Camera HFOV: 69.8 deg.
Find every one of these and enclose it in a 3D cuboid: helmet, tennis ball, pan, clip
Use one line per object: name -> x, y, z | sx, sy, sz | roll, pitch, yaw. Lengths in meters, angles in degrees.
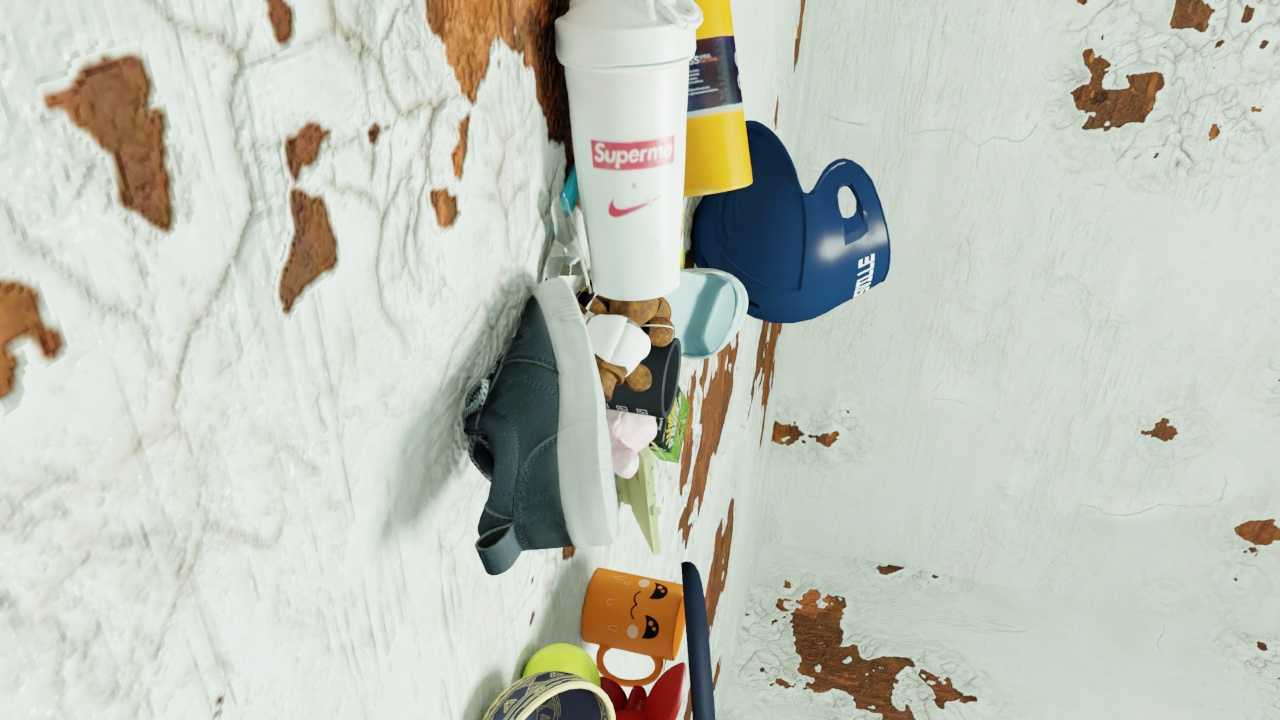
helmet -> 0.170, -0.178, 1.193 | 0.232, 0.223, 0.272 | 84, -13, -80
tennis ball -> -0.066, 0.268, 0.759 | 0.065, 0.065, 0.065 | 9, 89, -77
pan -> 0.059, 0.363, 0.832 | 0.199, 0.021, 0.356 | 58, 28, -86
clip -> -0.056, -0.075, 0.673 | 0.102, 0.040, 0.054 | 77, 11, -70

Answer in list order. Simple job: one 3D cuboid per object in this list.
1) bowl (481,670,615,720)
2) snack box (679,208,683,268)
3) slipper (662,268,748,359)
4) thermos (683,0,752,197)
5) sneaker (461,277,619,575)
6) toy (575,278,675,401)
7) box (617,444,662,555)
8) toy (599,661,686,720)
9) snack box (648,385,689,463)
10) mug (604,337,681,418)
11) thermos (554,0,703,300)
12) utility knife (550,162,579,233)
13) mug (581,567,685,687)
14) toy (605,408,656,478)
bowl -> -0.081, 0.282, 0.688 | 0.112, 0.061, 0.112 | -13, 110, -40
snack box -> 0.029, -0.096, 1.013 | 0.040, 0.029, 0.148 | -64, 158, -50
slipper -> 0.061, -0.048, 0.981 | 0.245, 0.074, 0.104 | 2, 107, -61
thermos -> 0.042, -0.259, 0.779 | 0.091, 0.076, 0.233 | -40, 125, -61
sneaker -> -0.067, 0.033, 0.572 | 0.235, 0.087, 0.089 | -102, 180, -55
toy -> -0.019, -0.020, 0.747 | 0.067, 0.087, 0.112 | 128, -15, -67
box -> -0.006, 0.103, 0.960 | 0.188, 0.047, 0.140 | 84, -5, -50
toy -> -0.016, 0.346, 0.765 | 0.198, 0.120, 0.158 | -37, -143, 48
snack box -> 0.034, 0.077, 1.160 | 0.147, 0.025, 0.080 | 57, 43, -71
mug -> -0.005, 0.005, 0.823 | 0.104, 0.077, 0.071 | -51, 147, -66
thermos -> -0.005, -0.156, 0.648 | 0.099, 0.099, 0.221 | -61, 153, -57
utility knife -> -0.046, -0.143, 0.693 | 0.022, 0.015, 0.123 | 73, 31, -52
mug -> -0.008, 0.279, 0.948 | 0.078, 0.096, 0.112 | 75, 27, -60
toy -> -0.021, 0.068, 0.832 | 0.109, 0.063, 0.047 | -61, 157, -50
